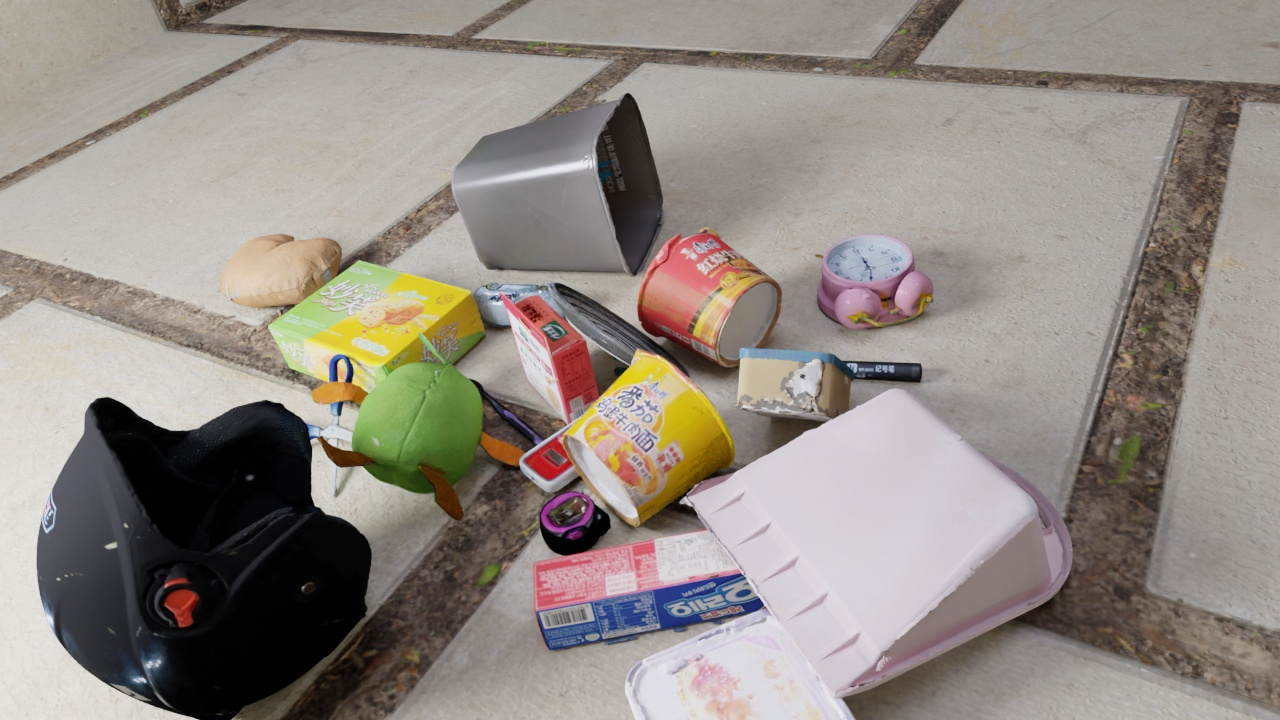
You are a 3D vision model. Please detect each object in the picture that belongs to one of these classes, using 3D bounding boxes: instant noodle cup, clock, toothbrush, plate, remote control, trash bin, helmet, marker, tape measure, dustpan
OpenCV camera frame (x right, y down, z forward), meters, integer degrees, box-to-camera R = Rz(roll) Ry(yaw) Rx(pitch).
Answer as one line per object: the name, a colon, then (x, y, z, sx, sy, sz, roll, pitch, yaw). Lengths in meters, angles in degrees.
instant noodle cup: (0.081, -0.062, 1.012, 0.137, 0.138, 0.108, -35, 53, -28)
clock: (0.265, -0.084, 1.043, 0.117, 0.060, 0.158, -13, 40, -2)
toothbrush: (-0.138, 0.066, 0.995, 0.014, 0.017, 0.189, -36, 47, -24)
plate: (-0.027, -0.025, 0.974, 0.024, 0.179, 0.179, -54, 43, 8)
remote control: (-0.058, 0.083, 0.937, 0.135, 0.020, 0.056, -33, 47, -29)
instant noodle cup: (0.001, 0.078, 0.852, 0.109, 0.138, 0.138, -38, 45, -19)
trash bin: (-0.106, -0.222, 1.215, 0.220, 0.199, 0.198, -3, 37, 21)
helmet: (-0.349, 0.155, 0.730, 0.230, 0.274, 0.233, -51, 36, -5)
marker: (0.228, 0.010, 0.968, 0.132, 0.020, 0.022, 3, 11, 19)
tape measure: (-0.064, 0.148, 0.845, 0.057, 0.039, 0.057, -32, 43, -25)
dustpan: (0.213, 0.148, 0.753, 0.273, 0.139, 0.222, -32, 44, -3)
instant noodle cup: (0.079, 0.272, 0.638, 0.138, 0.060, 0.173, -19, 40, -11)

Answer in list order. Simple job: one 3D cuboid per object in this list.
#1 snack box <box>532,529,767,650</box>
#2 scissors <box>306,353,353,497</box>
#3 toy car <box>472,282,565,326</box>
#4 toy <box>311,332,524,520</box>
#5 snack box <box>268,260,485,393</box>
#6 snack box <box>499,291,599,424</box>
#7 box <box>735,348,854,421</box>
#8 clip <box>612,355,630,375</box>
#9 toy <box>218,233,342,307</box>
snack box: (0.017, 0.186, 0.764, 0.207, 0.057, 0.058, -11, 35, 0)
scissors: (-0.340, 0.069, 0.997, 0.163, 0.012, 0.175, -14, 62, 28)
toy car: (-0.149, -0.066, 1.127, 0.121, 0.054, 0.036, -1, 36, 11)
toy: (-0.224, 0.068, 0.930, 0.227, 0.090, 0.246, 23, 25, -7)
snack box: (-0.320, -0.037, 1.120, 0.210, 0.070, 0.157, 16, 46, 30)
snack box: (-0.095, -0.009, 0.982, 0.044, 0.127, 0.113, -27, 41, -19)
box: (0.150, 0.026, 0.865, 0.090, 0.059, 0.184, 5, -3, 18)
clip: (-0.005, 0.008, 1.024, 0.055, 0.038, 0.013, 11, 45, 16)
toy: (-0.527, -0.128, 1.287, 0.226, 0.083, 0.143, 8, 37, 27)
